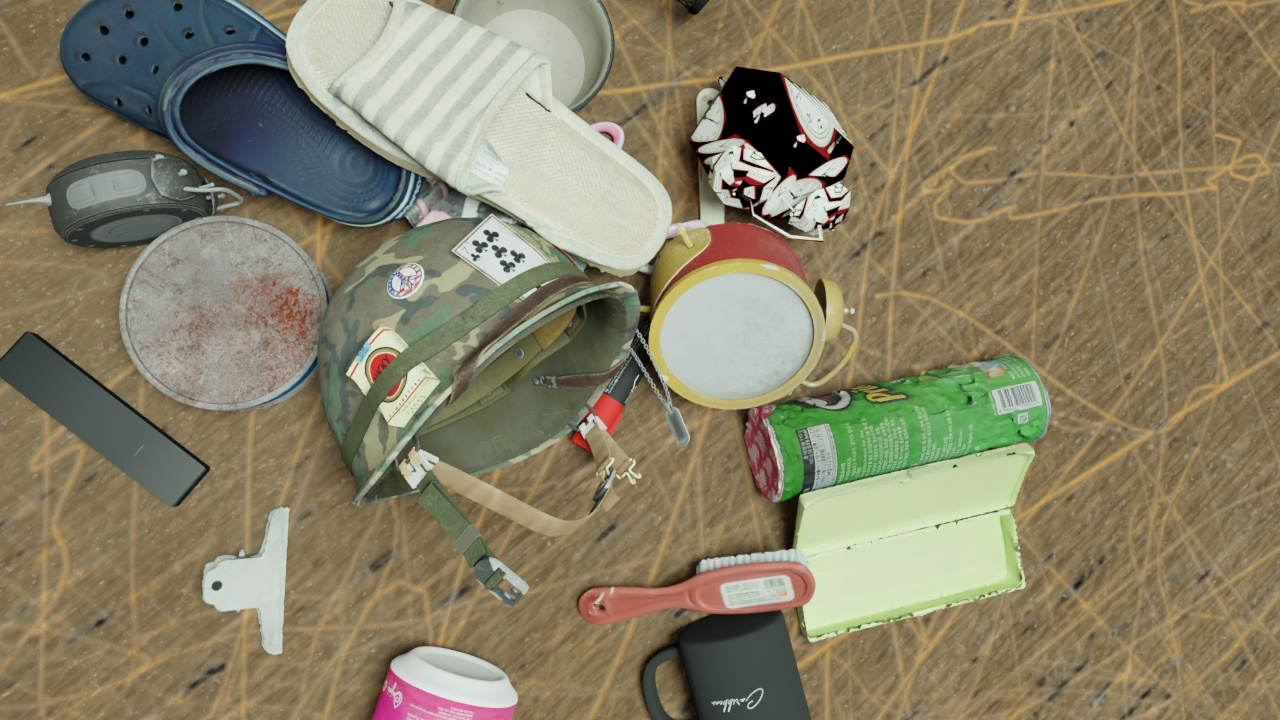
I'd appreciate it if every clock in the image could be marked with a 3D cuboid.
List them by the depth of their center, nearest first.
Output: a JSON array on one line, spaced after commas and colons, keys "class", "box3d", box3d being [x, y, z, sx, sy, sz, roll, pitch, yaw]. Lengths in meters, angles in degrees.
[{"class": "clock", "box3d": [-0.329, -0.108, 0.599, 0.122, 0.091, 0.044, -17, 89, -5]}, {"class": "clock", "box3d": [0.078, -0.031, 0.648, 0.158, 0.081, 0.117, 23, 122, -16]}, {"class": "clock", "box3d": [0.101, -0.148, 0.658, 0.114, 0.065, 0.154, 15, 50, -22]}]

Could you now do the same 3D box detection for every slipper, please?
[{"class": "slipper", "box3d": [-0.094, -0.149, 0.596, 0.272, 0.054, 0.114, 30, 67, -17]}, {"class": "slipper", "box3d": [-0.262, -0.172, 0.599, 0.253, 0.095, 0.105, 27, 103, -1]}]

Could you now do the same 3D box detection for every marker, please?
[{"class": "marker", "box3d": [-0.004, 0.004, 0.686, 0.023, 0.021, 0.145, 37, 80, -29]}]

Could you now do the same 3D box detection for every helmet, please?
[{"class": "helmet", "box3d": [-0.092, 0.022, 0.575, 0.225, 0.192, 0.236, -27, 80, 28]}]

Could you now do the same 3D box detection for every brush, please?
[{"class": "brush", "box3d": [0.039, 0.163, 0.663, 0.172, 0.030, 0.041, -10, 112, 12]}, {"class": "brush", "box3d": [0.056, -0.106, 0.710, 0.033, 0.012, 0.217, 1, 85, -10]}]

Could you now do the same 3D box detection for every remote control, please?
[{"class": "remote control", "box3d": [-0.364, 0.040, 0.622, 0.150, 0.013, 0.034, 39, 80, -4]}]

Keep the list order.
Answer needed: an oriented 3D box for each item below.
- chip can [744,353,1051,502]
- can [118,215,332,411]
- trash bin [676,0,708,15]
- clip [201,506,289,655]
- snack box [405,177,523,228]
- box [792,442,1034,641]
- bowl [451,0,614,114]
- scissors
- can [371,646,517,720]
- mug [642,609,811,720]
[{"class": "chip can", "box3d": [0.194, 0.048, 0.693, 0.223, 0.075, 0.075, -11, 88, -12]}, {"class": "can", "box3d": [-0.278, -0.030, 0.627, 0.130, 0.044, 0.130, 1, 86, -10]}, {"class": "trash bin", "box3d": [0.008, -0.372, 0.642, 0.210, 0.184, 0.184, 39, 80, -11]}, {"class": "clip", "box3d": [-0.272, 0.151, 0.630, 0.054, 0.041, 0.101, 4, 84, -29]}, {"class": "snack box", "box3d": [-0.148, -0.148, 0.661, 0.088, 0.033, 0.154, -37, 93, -6]}, {"class": "box", "box3d": [0.205, 0.134, 0.697, 0.187, 0.048, 0.141, -12, 117, -10]}, {"class": "bowl", "box3d": [-0.080, -0.222, 0.669, 0.115, 0.059, 0.115, 1, 86, -10]}, {"class": "scissors", "box3d": [-0.022, -0.091, 0.689, 0.168, 0.014, 0.170, 20, 81, -2]}, {"class": "can", "box3d": [-0.146, 0.282, 0.606, 0.088, 0.088, 0.165, 19, 83, -8]}, {"class": "mug", "box3d": [0.058, 0.234, 0.659, 0.114, 0.078, 0.088, -15, 88, 15]}]
